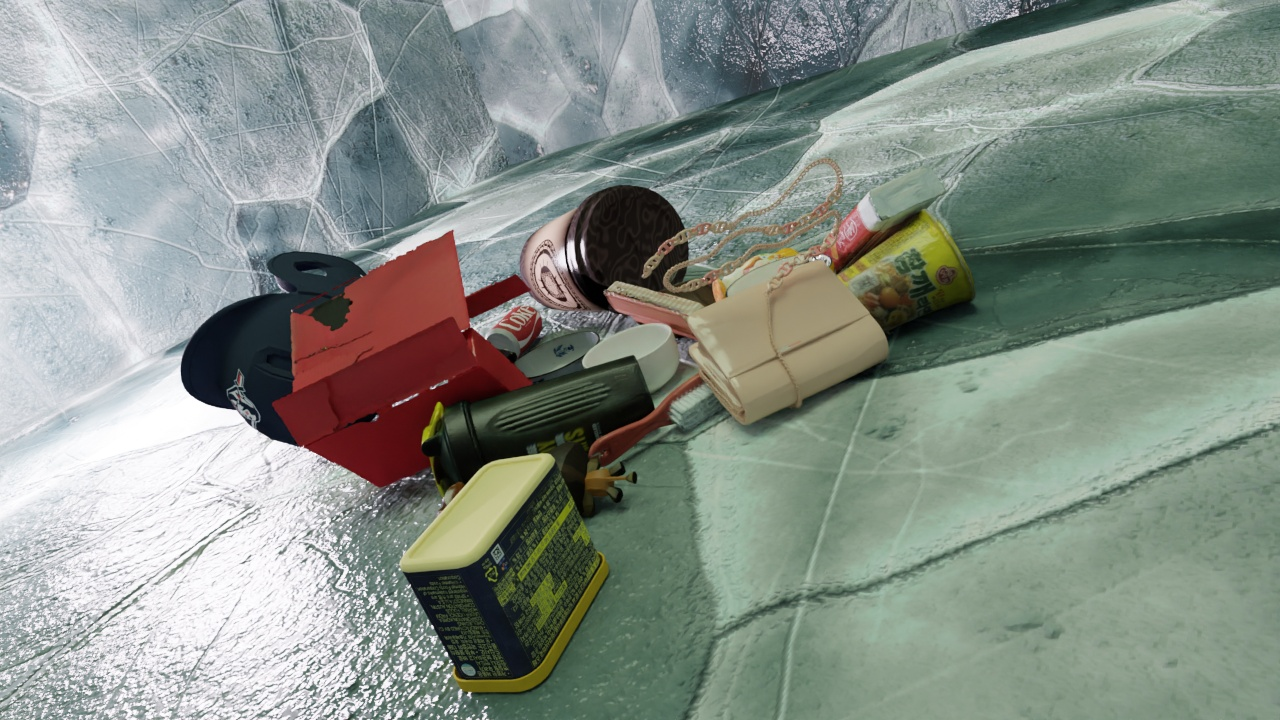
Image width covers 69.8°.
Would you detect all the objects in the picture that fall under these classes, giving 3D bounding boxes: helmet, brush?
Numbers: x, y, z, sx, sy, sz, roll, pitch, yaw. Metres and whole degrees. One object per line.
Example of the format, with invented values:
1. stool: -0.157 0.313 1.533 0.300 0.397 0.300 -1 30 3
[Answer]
1. helmet: -0.447 0.006 1.193 0.271 0.233 0.223 -8 52 -23
2. brush: 0.028 0.054 0.857 0.172 0.041 0.030 -30 39 -23

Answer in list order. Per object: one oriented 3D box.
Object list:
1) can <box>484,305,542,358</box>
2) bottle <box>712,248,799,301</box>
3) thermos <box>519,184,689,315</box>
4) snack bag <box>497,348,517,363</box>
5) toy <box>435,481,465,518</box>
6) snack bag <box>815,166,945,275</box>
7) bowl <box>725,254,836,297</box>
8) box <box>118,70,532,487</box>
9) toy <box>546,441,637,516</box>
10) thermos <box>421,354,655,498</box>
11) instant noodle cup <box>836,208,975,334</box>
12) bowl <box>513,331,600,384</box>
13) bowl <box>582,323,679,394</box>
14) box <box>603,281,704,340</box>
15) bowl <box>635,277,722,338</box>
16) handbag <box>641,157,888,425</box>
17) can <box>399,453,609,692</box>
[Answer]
1. can: -0.175 -0.038 1.281 0.054 0.054 0.096 -12 22 25
2. bottle: 0.139 -0.090 1.056 0.109 0.063 0.063 -16 19 -9
3. thermos: -0.063 -0.143 1.284 0.172 0.173 0.227 -34 16 -29
4. snack bag: -0.211 0.044 1.087 0.155 0.018 0.075 -46 19 -13
5. toy: -0.124 0.147 0.778 0.090 0.071 0.103 -17 39 -27
6. snack bag: 0.240 -0.135 0.977 0.077 0.041 0.225 -25 -11 -12
7. bowl: 0.155 -0.059 0.968 0.117 0.068 0.117 -20 20 7
8. box: -0.283 -0.041 0.880 0.212 0.410 0.107 -24 33 13
9. toy: -0.048 0.104 0.781 0.100 0.062 0.076 -6 62 24
10. thermos: -0.099 0.061 0.887 0.221 0.098 0.098 -19 20 -3
11. instant noodle cup: 0.251 -0.078 0.890 0.108 0.102 0.102 -29 19 7
12. bowl: -0.093 0.012 1.077 0.114 0.045 0.114 -19 20 7
13. bowl: -0.006 0.006 0.990 0.105 0.054 0.104 -20 22 8
14. box: 0.030 -0.058 1.029 0.078 0.054 0.187 4 10 -35
15. bowl: 0.054 -0.058 1.114 0.119 0.032 0.119 -18 26 9
16. handbag: 0.119 -0.045 0.793 0.198 0.187 0.116 -23 52 -15
17. can: -0.092 0.144 0.644 0.075 0.104 0.134 -11 22 28
